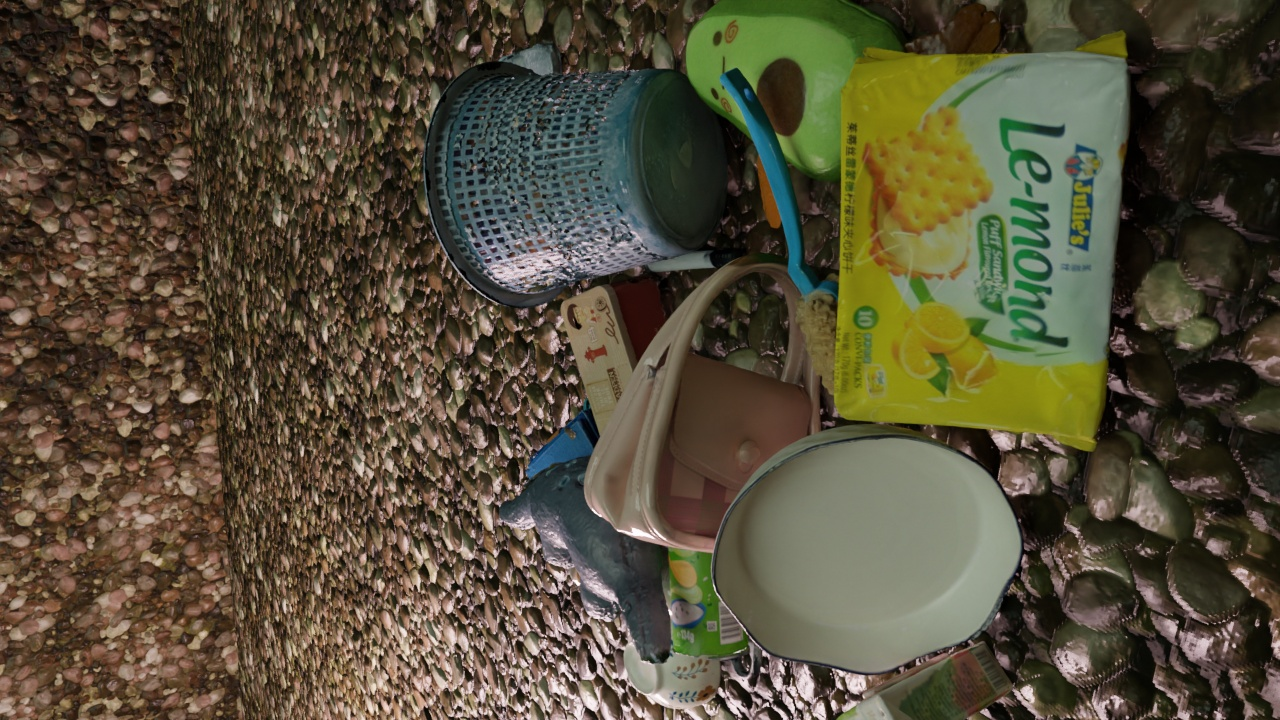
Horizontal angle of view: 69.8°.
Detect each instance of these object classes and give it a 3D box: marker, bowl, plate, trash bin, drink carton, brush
[{"bbox_3d":[0.048,-0.091,0.849,0.131,0.018,0.022,3,110,53],"label":"marker"},{"bbox_3d":[0.023,0.305,0.938,0.114,0.062,0.113,17,112,49],"label":"bowl"},{"bbox_3d":[0.153,0.130,0.638,0.045,0.205,0.205,-87,9,-62],"label":"plate"},{"bbox_3d":[-0.040,-0.160,0.801,0.195,0.226,0.226,1,99,36],"label":"trash bin"},{"bbox_3d":[0.197,0.237,0.637,0.045,0.122,0.054,63,141,25],"label":"drink carton"},{"bbox_3d":[0.115,-0.086,0.652,0.046,0.082,0.255,-13,110,36],"label":"brush"}]

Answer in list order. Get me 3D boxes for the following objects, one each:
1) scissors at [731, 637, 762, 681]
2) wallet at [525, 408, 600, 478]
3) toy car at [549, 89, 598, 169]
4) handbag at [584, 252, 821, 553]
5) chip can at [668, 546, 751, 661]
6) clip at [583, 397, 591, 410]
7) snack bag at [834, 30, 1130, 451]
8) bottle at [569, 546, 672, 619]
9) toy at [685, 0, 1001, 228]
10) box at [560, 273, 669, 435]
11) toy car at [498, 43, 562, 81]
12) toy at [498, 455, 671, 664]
[{"bbox_3d":[0.104,0.226,0.819,0.145,0.014,0.173,-135,40,-57],"label":"scissors"},{"bbox_3d":[-0.073,0.127,1.023,0.133,0.040,0.106,-43,69,42],"label":"wallet"},{"bbox_3d":[-0.073,-0.237,0.961,0.042,0.035,0.091,58,138,30],"label":"toy car"},{"bbox_3d":[0.073,0.032,0.709,0.093,0.193,0.234,14,89,51],"label":"handbag"},{"bbox_3d":[0.057,0.142,0.821,0.072,0.072,0.236,-7,86,54],"label":"chip can"},{"bbox_3d":[-0.055,0.069,1.027,0.041,0.014,0.056,14,109,51],"label":"clip"},{"bbox_3d":[0.203,-0.069,0.563,0.158,0.068,0.246,4,102,21],"label":"snack bag"},{"bbox_3d":[-0.002,0.221,0.936,0.190,0.067,0.068,-6,93,49],"label":"bottle"},{"bbox_3d":[0.123,-0.201,0.662,0.247,0.089,0.227,34,125,39],"label":"toy"},{"bbox_3d":[-0.005,0.005,0.904,0.092,0.079,0.168,-16,91,53],"label":"box"},{"bbox_3d":[-0.129,-0.316,1.019,0.121,0.036,0.054,6,102,49],"label":"toy car"},{"bbox_3d":[-0.048,0.167,0.897,0.356,0.091,0.138,28,97,58],"label":"toy"}]
